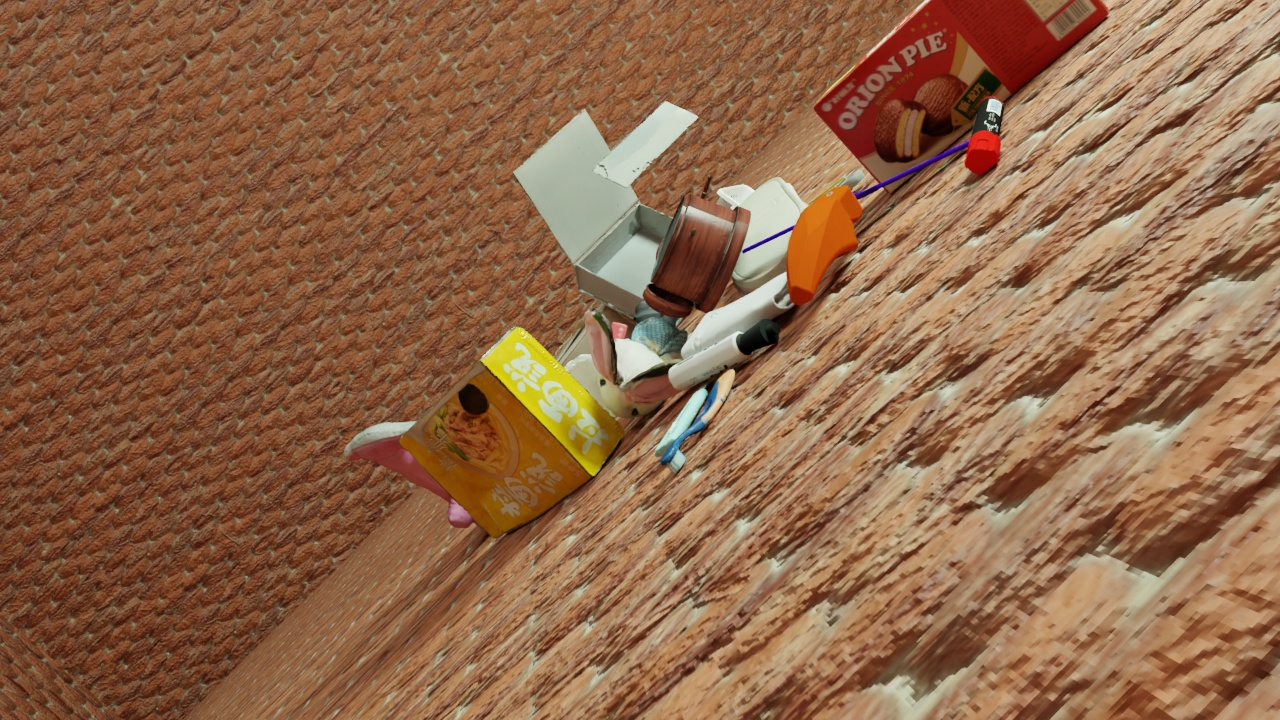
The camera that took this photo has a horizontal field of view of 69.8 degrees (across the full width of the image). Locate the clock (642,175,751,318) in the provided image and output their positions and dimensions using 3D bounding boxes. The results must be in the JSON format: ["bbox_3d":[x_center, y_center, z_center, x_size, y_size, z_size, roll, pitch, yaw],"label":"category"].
[{"bbox_3d":[0.056,-0.108,0.982,0.158,0.072,0.120,118,172,-51],"label":"clock"}]

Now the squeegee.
[{"bbox_3d":[0.157,-0.108,0.788,0.250,0.055,0.184,-23,25,39],"label":"squeegee"}]

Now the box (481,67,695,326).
[{"bbox_3d":[-0.051,-0.213,1.320,0.166,0.369,0.150,-49,11,-29],"label":"box"}]

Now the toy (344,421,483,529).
[{"bbox_3d":[-0.235,0.146,1.141,0.187,0.265,0.127,-16,63,33],"label":"toy"}]

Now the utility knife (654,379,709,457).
[{"bbox_3d":[0.041,0.046,0.777,0.022,0.015,0.128,-36,7,31],"label":"utility knife"}]

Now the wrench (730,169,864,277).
[{"bbox_3d":[0.183,-0.163,1.138,0.083,0.018,0.274,-45,5,-37],"label":"wrench"}]

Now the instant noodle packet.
[{"bbox_3d":[-0.151,0.094,0.976,0.222,0.163,0.084,-39,10,36],"label":"instant noodle packet"}]

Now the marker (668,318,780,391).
[{"bbox_3d":[0.073,-0.005,0.800,0.126,0.025,0.025,-30,16,45],"label":"marker"}]

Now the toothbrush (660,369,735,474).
[{"bbox_3d":[0.050,0.046,0.728,0.022,0.017,0.134,-33,11,41],"label":"toothbrush"}]

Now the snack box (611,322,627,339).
[{"bbox_3d":[-0.047,0.014,1.172,0.133,0.021,0.089,116,173,-70],"label":"snack box"}]

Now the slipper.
[{"bbox_3d":[0.149,-0.138,1.033,0.114,0.054,0.273,-37,19,21],"label":"slipper"}]

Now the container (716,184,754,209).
[{"bbox_3d":[0.144,-0.197,1.263,0.050,0.081,0.129,-57,-12,24],"label":"container"}]

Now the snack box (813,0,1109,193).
[{"bbox_3d":[0.284,-0.275,0.838,0.237,0.113,0.060,-41,9,28],"label":"snack box"}]

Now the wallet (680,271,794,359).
[{"bbox_3d":[0.096,-0.037,0.844,0.116,0.032,0.086,-28,11,40],"label":"wallet"}]

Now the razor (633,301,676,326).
[{"bbox_3d":[-0.001,-0.019,1.168,0.140,0.064,0.053,-57,-11,-15],"label":"razor"}]

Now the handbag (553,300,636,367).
[{"bbox_3d":[-0.075,-0.005,1.437,0.209,0.103,0.210,-51,6,11],"label":"handbag"}]

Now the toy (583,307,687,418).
[{"bbox_3d":[-0.006,0.006,0.963,0.106,0.131,0.205,-59,-2,11],"label":"toy"}]

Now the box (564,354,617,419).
[{"bbox_3d":[-0.086,0.048,1.089,0.137,0.109,0.124,-45,9,5],"label":"box"}]

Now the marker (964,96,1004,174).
[{"bbox_3d":[0.276,-0.182,0.730,0.024,0.021,0.144,-13,24,31],"label":"marker"}]
